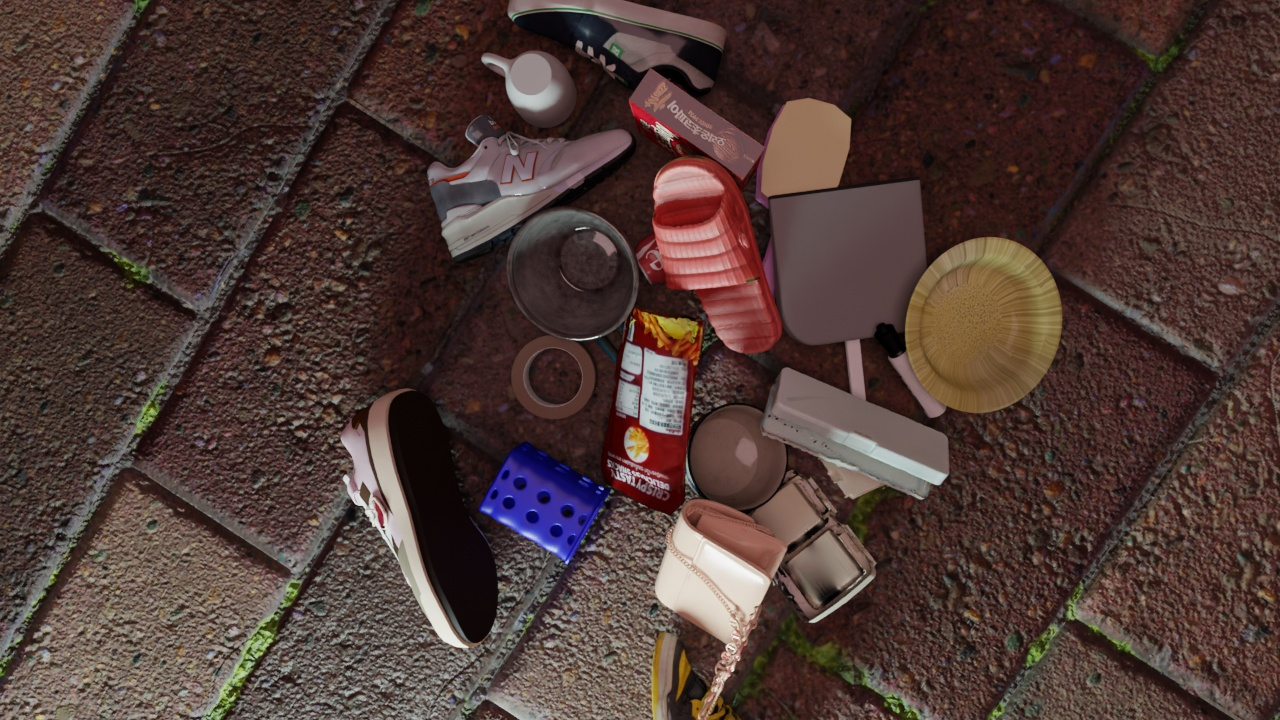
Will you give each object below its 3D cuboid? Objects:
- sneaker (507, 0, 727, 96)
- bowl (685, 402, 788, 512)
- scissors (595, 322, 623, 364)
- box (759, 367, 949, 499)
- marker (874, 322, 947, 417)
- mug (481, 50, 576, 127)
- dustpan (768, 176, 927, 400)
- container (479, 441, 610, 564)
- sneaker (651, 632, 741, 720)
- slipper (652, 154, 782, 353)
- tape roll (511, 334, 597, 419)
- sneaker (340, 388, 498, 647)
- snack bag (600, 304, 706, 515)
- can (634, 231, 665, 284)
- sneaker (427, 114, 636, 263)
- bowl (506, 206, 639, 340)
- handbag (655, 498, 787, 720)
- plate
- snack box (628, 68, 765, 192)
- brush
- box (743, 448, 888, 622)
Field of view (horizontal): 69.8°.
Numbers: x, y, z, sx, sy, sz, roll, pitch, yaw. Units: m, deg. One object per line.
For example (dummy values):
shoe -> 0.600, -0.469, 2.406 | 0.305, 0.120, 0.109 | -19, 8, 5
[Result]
sneaker -> -0.030, -0.335, 0.981 | 0.235, 0.084, 0.079 | 12, 94, 0
bowl -> 0.095, 0.105, 0.996 | 0.115, 0.059, 0.115 | 2, 84, -18
scissors -> -0.012, 0.006, 1.027 | 0.135, 0.019, 0.130 | 7, 97, 10
box -> 0.230, 0.073, 0.973 | 0.199, 0.073, 0.085 | 22, 73, -3
marker -> 0.289, 0.010, 0.984 | 0.025, 0.025, 0.126 | -37, 110, 4
mug -> -0.125, -0.303, 0.983 | 0.107, 0.089, 0.071 | 28, 94, 2
dustpan -> 0.229, -0.057, 0.990 | 0.163, 0.033, 0.257 | -8, 97, -5
container -> -0.104, 0.153, 1.008 | 0.113, 0.085, 0.084 | 30, 94, 3
sneaker -> 0.085, 0.413, 1.007 | 0.122, 0.086, 0.238 | -8, 96, 10
slipper -> 0.073, -0.092, 0.935 | 0.104, 0.059, 0.249 | 0, 133, 33
tape roll -> -0.096, 0.018, 1.027 | 0.094, 0.030, 0.093 | 0, 93, 4
sneaker -> -0.259, 0.186, 1.021 | 0.117, 0.111, 0.294 | -19, 93, 26
snack bag -> 0.008, 0.049, 0.973 | 0.139, 0.066, 0.208 | 16, 97, 48
can -> 0.042, -0.126, 1.000 | 0.096, 0.054, 0.054 | -31, 91, 5
sneaker -> -0.131, -0.213, 0.989 | 0.240, 0.088, 0.124 | -32, 93, 8
bowl -> -0.065, -0.100, 0.989 | 0.145, 0.067, 0.145 | 5, 112, 13
handbag -> 0.055, 0.247, 0.923 | 0.116, 0.186, 0.199 | 26, 137, 11
plate -> 0.358, -0.038, 0.980 | 0.184, 0.036, 0.184 | -2, 98, -13
snack box -> 0.058, -0.228, 0.944 | 0.132, 0.152, 0.036 | 35, 94, 1
brush -> 0.162, -0.169, 0.995 | 0.089, 0.043, 0.229 | 16, 94, 3
box -> 0.214, 0.179, 0.995 | 0.182, 0.081, 0.143 | -39, 61, 10
